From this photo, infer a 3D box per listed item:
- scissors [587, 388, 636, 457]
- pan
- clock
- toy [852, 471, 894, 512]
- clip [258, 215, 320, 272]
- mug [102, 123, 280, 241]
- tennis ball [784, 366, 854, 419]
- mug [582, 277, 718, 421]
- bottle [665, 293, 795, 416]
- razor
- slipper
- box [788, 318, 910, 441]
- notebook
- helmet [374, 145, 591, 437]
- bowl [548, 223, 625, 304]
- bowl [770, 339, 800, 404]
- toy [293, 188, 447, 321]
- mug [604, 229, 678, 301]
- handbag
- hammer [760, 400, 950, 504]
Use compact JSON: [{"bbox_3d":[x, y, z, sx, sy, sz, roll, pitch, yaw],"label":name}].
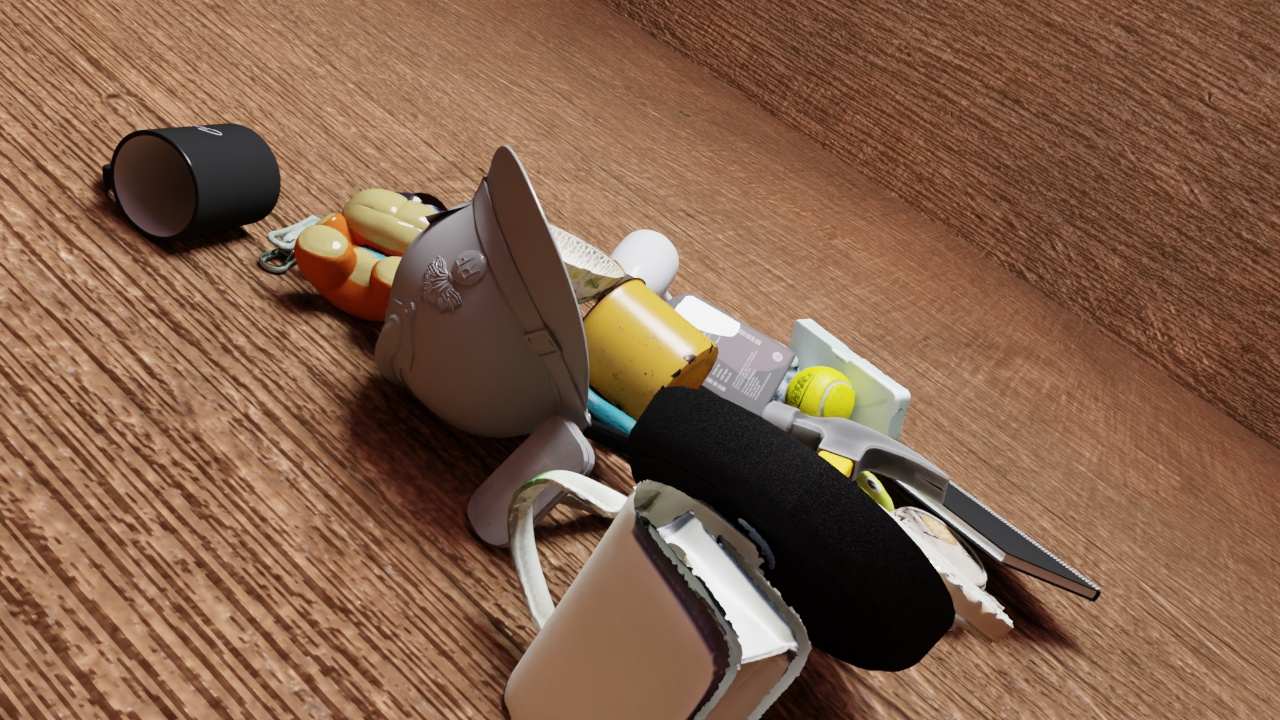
[{"bbox_3d":[-0.025,0.047,0.719,0.156,0.019,0.125,50,-17,-21],"label":"scissors"},{"bbox_3d":[0.033,0.086,0.578,0.356,0.044,0.204,15,-32,55],"label":"pan"},{"bbox_3d":[0.225,0.162,0.770,0.156,0.061,0.103,24,24,-19],"label":"clock"},{"bbox_3d":[0.176,0.106,0.843,0.092,0.043,0.117,8,30,-34],"label":"toy"},{"bbox_3d":[-0.275,-0.093,0.730,0.023,0.043,0.075,28,23,-2],"label":"clip"},{"bbox_3d":[-0.345,-0.137,0.689,0.114,0.078,0.087,9,20,16],"label":"mug"},{"bbox_3d":[0.173,0.038,0.885,0.065,0.065,0.065,25,25,-13],"label":"tennis ball"},{"bbox_3d":[-0.005,0.005,0.780,0.094,0.101,0.123,41,67,17],"label":"mug"},{"bbox_3d":[0.051,-0.012,0.875,0.174,0.046,0.083,31,67,4],"label":"bottle"},{"bbox_3d":[-0.045,0.089,0.609,0.047,0.088,0.116,52,12,33],"label":"razor"},{"bbox_3d":[0.130,0.104,0.604,0.114,0.054,0.273,29,5,-30],"label":"slipper"},{"bbox_3d":[0.224,0.039,0.944,0.126,0.074,0.197,41,5,-31],"label":"box"},{"bbox_3d":[0.315,0.149,0.874,0.149,0.016,0.206,24,11,-31],"label":"notebook"},{"bbox_3d":[-0.119,-0.020,0.613,0.117,0.272,0.183,-20,72,-14],"label":"helmet"},{"bbox_3d":[-0.091,-0.077,0.782,0.145,0.063,0.145,23,15,-7],"label":"bowl"},{"bbox_3d":[0.129,0.014,0.945,0.114,0.061,0.114,26,25,-13],"label":"bowl"},{"bbox_3d":[-0.201,-0.088,0.739,0.112,0.096,0.176,22,14,-3],"label":"toy"},{"bbox_3d":[0.005,-0.076,0.984,0.107,0.071,0.089,55,30,-14],"label":"mug"},{"bbox_3d":[-0.011,0.125,0.465,0.073,0.151,0.176,5,34,-44],"label":"handbag"},{"bbox_3d":[0.119,0.124,0.695,0.170,0.034,0.323,18,29,25],"label":"hammer"}]
